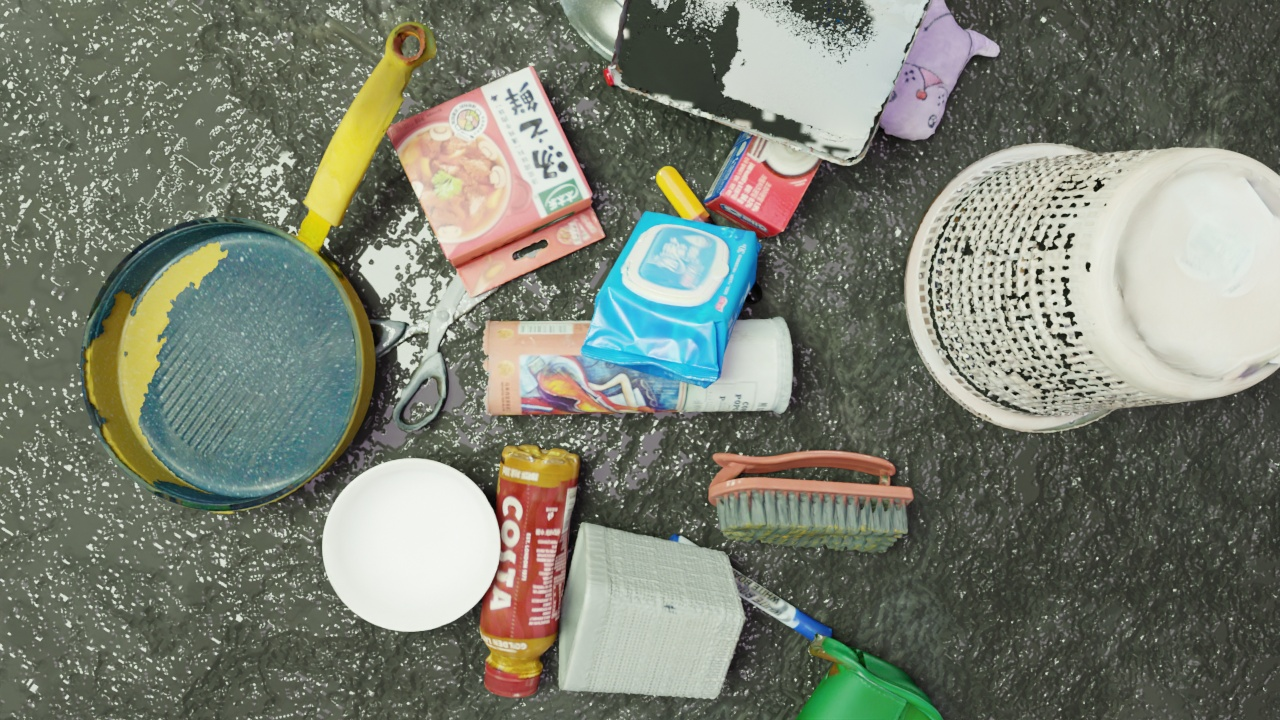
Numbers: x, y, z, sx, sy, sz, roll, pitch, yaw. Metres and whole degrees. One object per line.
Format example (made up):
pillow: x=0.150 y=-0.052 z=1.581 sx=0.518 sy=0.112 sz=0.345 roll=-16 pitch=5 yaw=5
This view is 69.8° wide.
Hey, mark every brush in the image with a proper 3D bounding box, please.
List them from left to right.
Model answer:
brush: x=0.123 y=0.101 z=0.686 sx=0.146 sy=0.063 sz=0.069 roll=4 pitch=61 yaw=-4

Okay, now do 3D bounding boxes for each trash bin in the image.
trash bin: x=0.326 y=-0.054 z=0.632 sx=0.227 sy=0.192 sz=0.227 roll=0 pitch=92 yaw=-6

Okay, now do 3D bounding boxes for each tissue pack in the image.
tissue pack: x=0.024 y=-0.047 z=0.625 sx=0.095 sy=0.156 sz=0.052 roll=13 pitch=133 yaw=11

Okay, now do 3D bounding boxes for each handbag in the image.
handbag: x=0.151 y=0.281 z=0.683 sx=0.120 sy=0.068 sz=0.131 roll=35 pitch=87 yaw=-9

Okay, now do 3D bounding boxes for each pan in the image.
pan: x=-0.235 y=-0.062 z=0.608 sx=0.198 sy=0.078 sz=0.357 roll=36 pitch=92 yaw=4

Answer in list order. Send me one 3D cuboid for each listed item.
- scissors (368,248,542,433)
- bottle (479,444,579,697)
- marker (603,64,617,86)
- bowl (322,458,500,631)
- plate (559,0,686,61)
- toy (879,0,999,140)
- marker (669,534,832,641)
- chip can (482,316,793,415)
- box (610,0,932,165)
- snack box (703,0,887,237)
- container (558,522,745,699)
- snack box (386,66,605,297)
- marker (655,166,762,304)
scissors: x=-0.150 y=-0.028 z=0.673 sx=0.170 sy=0.014 sz=0.159 roll=-3 pitch=92 yaw=-7
bottle: x=-0.082 y=0.151 z=0.663 sx=0.057 sy=0.057 sz=0.175 roll=7 pitch=91 yaw=-6
marker: x=0.040 y=-0.238 z=0.683 sx=0.145 sy=0.017 sz=0.017 roll=-25 pitch=94 yaw=-5
bowl: x=-0.158 y=0.124 z=0.651 sx=0.118 sy=0.065 sz=0.118 roll=0 pitch=93 yaw=-6
plate: x=0.026 y=-0.292 z=0.666 sx=0.179 sy=0.024 sz=0.179 roll=0 pitch=86 yaw=-2
toy: x=0.215 y=-0.215 z=0.691 sx=0.084 sy=0.039 sz=0.108 roll=30 pitch=88 yaw=-15
marker: x=0.083 y=0.176 z=0.702 sx=0.146 sy=0.017 sz=0.017 roll=33 pitch=88 yaw=-6
chip can: x=-0.004 y=0.004 z=0.660 sx=0.214 sy=0.071 sz=0.071 roll=0 pitch=92 yaw=-5
box: x=0.097 y=-0.260 z=0.604 sx=0.183 sy=0.192 sz=0.157 roll=21 pitch=130 yaw=4
snack box: x=0.122 y=-0.194 z=0.673 sx=0.058 sy=0.057 sz=0.207 roll=29 pitch=88 yaw=-9
container: x=0.006 y=0.180 z=0.651 sx=0.114 sy=0.090 sz=0.090 roll=10 pitch=113 yaw=-9
snack box: x=-0.100 y=-0.126 z=0.655 sx=0.113 sy=0.044 sz=0.127 roll=-26 pitch=91 yaw=-7
marker: x=0.052 y=-0.093 z=0.691 sx=0.018 sy=0.015 sz=0.124 roll=-38 pitch=98 yaw=-2
